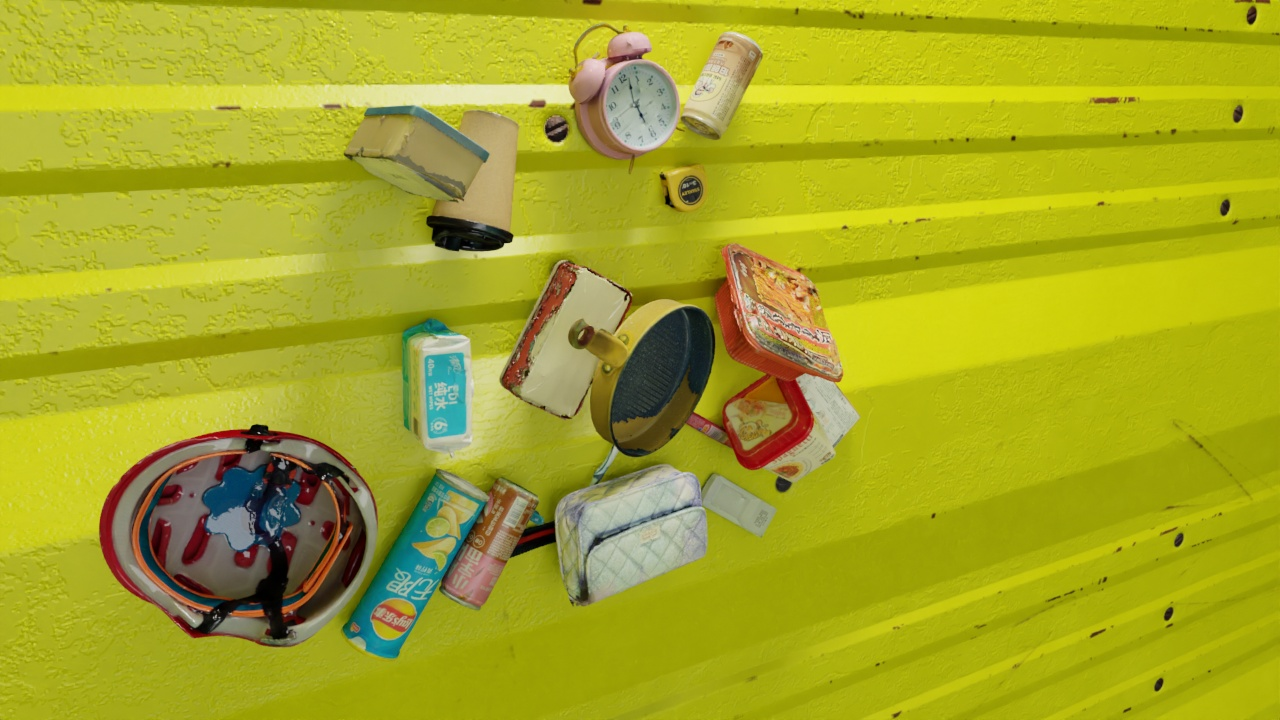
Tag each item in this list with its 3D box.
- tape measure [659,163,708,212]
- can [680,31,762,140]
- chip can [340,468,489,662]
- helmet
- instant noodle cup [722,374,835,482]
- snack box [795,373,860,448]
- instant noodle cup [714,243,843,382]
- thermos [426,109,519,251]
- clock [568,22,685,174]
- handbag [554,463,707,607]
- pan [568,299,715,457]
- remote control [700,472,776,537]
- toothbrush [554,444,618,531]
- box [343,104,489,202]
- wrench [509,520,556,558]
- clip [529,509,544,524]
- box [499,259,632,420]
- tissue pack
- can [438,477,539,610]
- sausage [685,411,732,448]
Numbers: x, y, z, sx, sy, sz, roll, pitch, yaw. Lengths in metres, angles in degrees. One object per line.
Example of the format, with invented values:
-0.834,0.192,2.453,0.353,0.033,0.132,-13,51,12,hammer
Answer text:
0.053,-0.211,1.125,0.060,0.029,0.057,-22,111,-23,tape measure
0.097,-0.330,1.102,0.058,0.058,0.116,28,88,-31,can
-0.255,0.230,1.039,0.071,0.071,0.210,32,86,-31,chip can
-0.387,0.159,0.911,0.240,0.144,0.207,20,92,-17,helmet
0.189,0.095,1.222,0.116,0.116,0.124,-36,135,18,instant noodle cup
0.247,0.058,1.300,0.075,0.026,0.154,-47,119,-10,snack box
0.166,-0.051,1.168,0.164,0.188,0.079,21,133,-30,instant noodle cup
-0.173,-0.187,0.976,0.093,0.093,0.143,11,88,-31,thermos
-0.020,-0.304,1.043,0.117,0.060,0.158,-41,116,-15,clock
-0.009,0.214,1.143,0.193,0.076,0.134,-15,108,-33,handbag
-0.006,0.006,1.033,0.357,0.078,0.197,30,87,-58,pan
0.136,0.202,1.276,0.125,0.024,0.049,32,86,-32,remote control
-0.052,0.138,1.153,0.018,0.016,0.191,36,78,-14,toothbrush
-0.218,-0.200,0.888,0.089,0.184,0.059,30,83,-36,box
-0.094,0.216,1.157,0.272,0.016,0.056,-7,101,-28,wrench
-0.143,0.182,1.118,0.054,0.033,0.013,32,83,-17,clip
-0.083,-0.023,1.051,0.091,0.076,0.168,27,88,-32,box
-0.219,0.029,0.998,0.063,0.090,0.140,-5,104,-28,tissue pack
-0.176,0.213,1.071,0.058,0.058,0.147,33,81,-31,can
0.106,0.099,1.237,0.155,0.020,0.020,29,87,-31,sausage
